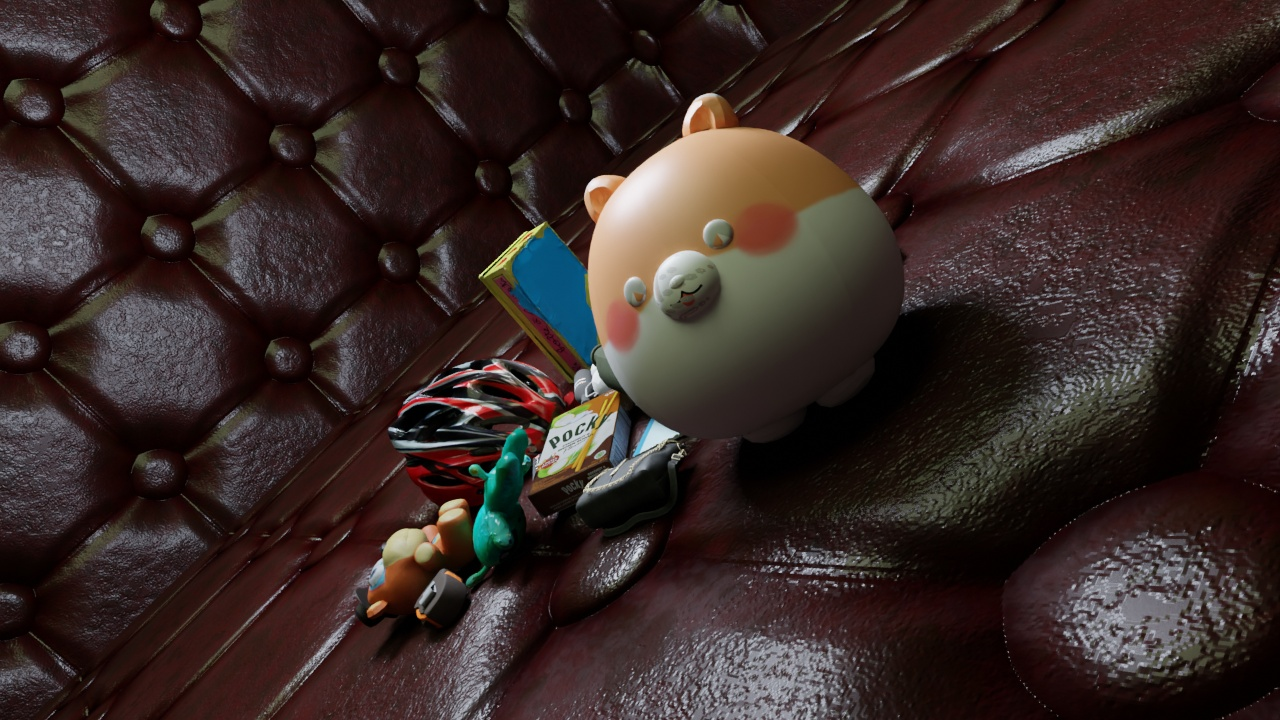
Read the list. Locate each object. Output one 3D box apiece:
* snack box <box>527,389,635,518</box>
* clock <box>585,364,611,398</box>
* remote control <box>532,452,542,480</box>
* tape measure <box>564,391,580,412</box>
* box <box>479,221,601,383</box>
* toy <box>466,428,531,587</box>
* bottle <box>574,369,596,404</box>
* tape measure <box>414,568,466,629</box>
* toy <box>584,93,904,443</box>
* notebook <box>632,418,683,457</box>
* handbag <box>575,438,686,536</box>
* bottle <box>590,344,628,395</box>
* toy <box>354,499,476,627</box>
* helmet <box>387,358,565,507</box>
[{"bbox_3d":[-0.064,0.101,1.061,0.101,0.031,0.185,-26,19,15],"label":"snack box"},{"bbox_3d":[-0.018,0.003,1.215,0.138,0.048,0.096,-38,16,8],"label":"clock"},{"bbox_3d":[-0.115,0.140,1.129,0.033,0.015,0.146,-34,16,4],"label":"remote control"},{"bbox_3d":[-0.107,0.068,1.298,0.058,0.019,0.051,-48,17,-21],"label":"tape measure"},{"bbox_3d":[-0.125,-0.088,1.391,0.080,0.221,0.124,-20,28,52],"label":"box"},{"bbox_3d":[-0.155,0.158,0.993,0.130,0.072,0.194,-80,5,-54],"label":"toy"},{"bbox_3d":[-0.077,0.043,1.276,0.030,0.030,0.113,-38,16,7],"label":"bottle"},{"bbox_3d":[-0.220,0.260,0.994,0.058,0.038,0.059,-52,21,0],"label":"tape measure"},{"bbox_3d":[0.078,-0.072,0.788,0.263,0.280,0.265,-33,-3,24],"label":"toy"},{"bbox_3d":[0.094,0.000,1.038,0.182,0.009,0.252,-29,19,36],"label":"notebook"},{"bbox_3d":[-0.005,0.120,0.889,0.129,0.054,0.078,-32,7,37],"label":"handbag"},{"bbox_3d":[-0.006,0.006,1.070,0.071,0.071,0.207,-44,22,-13],"label":"bottle"},{"bbox_3d":[-0.258,0.240,1.070,0.176,0.096,0.112,-56,11,-4],"label":"toy"},{"bbox_3d":[-0.227,0.093,1.283,0.273,0.167,0.216,-16,39,33],"label":"helmet"}]
